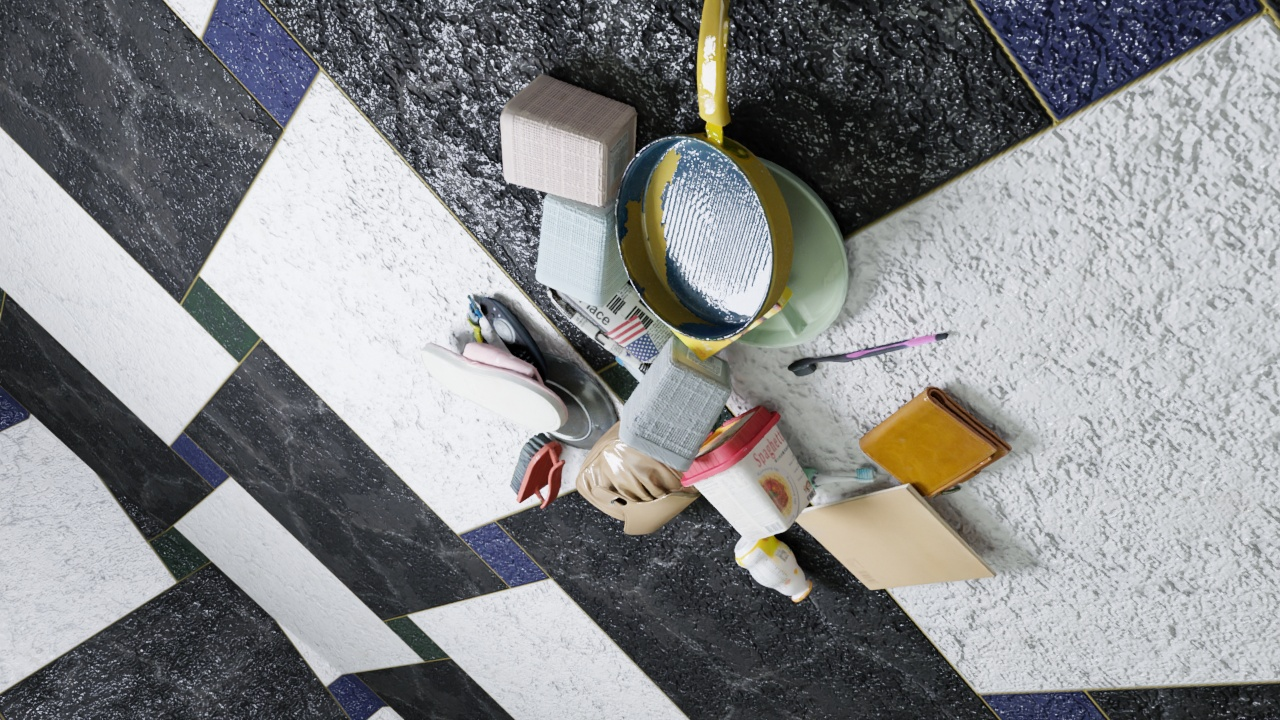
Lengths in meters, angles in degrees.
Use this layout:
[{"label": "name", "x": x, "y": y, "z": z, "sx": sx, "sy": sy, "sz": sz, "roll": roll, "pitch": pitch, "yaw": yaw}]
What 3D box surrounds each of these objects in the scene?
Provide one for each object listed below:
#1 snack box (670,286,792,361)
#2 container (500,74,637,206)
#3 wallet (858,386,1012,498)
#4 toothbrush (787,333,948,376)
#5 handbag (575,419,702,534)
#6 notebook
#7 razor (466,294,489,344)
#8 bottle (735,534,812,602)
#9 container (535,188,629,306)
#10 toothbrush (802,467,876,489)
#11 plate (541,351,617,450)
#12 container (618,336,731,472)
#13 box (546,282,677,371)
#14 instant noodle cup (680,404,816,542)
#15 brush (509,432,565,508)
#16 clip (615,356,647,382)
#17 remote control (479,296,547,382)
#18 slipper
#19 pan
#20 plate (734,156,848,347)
[{"label": "snack box", "x": 0.080, "y": -0.063, "z": 0.952, "sx": 0.087, "sy": 0.033, "sz": 0.141, "roll": 46, "pitch": 142, "yaw": -8}, {"label": "container", "x": -0.068, "y": -0.218, "z": 0.919, "sx": 0.111, "sy": 0.090, "sz": 0.090, "roll": 21, "pitch": 138, "yaw": 16}, {"label": "wallet", "x": 0.311, "y": 0.096, "z": 0.968, "sx": 0.119, "sy": 0.035, "sz": 0.131, "roll": 36, "pitch": 144, "yaw": 0}, {"label": "toothbrush", "x": 0.232, "y": -0.005, "z": 0.950, "sx": 0.190, "sy": 0.014, "sz": 0.018, "roll": -14, "pitch": 128, "yaw": 44}, {"label": "handbag", "x": -0.003, "y": 0.159, "z": 1.220, "sx": 0.148, "sy": 0.099, "sz": 0.205, "roll": 36, "pitch": 144, "yaw": -2}, {"label": "notebook", "x": 0.294, "y": 0.217, "z": 1.094, "sx": 0.149, "sy": 0.012, "sz": 0.212, "roll": 44, "pitch": 149, "yaw": -8}, {"label": "razor", "x": -0.215, "y": -0.024, "z": 1.261, "sx": 0.042, "sy": 0.022, "sz": 0.143, "roll": 55, "pitch": 165, "yaw": 45}, {"label": "bottle", "x": 0.178, "y": 0.273, "z": 1.219, "sx": 0.108, "sy": 0.063, "sz": 0.063, "roll": 43, "pitch": 141, "yaw": -5}, {"label": "container", "x": -0.055, "y": -0.136, "z": 0.986, "sx": 0.090, "sy": 0.089, "sz": 0.112, "roll": 25, "pitch": 137, "yaw": 16}, {"label": "toothbrush", "x": 0.185, "y": 0.145, "z": 1.120, "sx": 0.225, "sy": 0.026, "sz": 0.027, "roll": -7, "pitch": 99, "yaw": 42}, {"label": "plate", "x": -0.113, "y": 0.063, "z": 1.272, "sx": 0.179, "sy": 0.024, "sz": 0.180, "roll": 21, "pitch": 137, "yaw": 20}, {"label": "container", "x": 0.042, "y": 0.045, "z": 1.032, "sx": 0.090, "sy": 0.090, "sz": 0.114, "roll": 26, "pitch": 114, "yaw": -9}, {"label": "box", "x": -0.031, "y": -0.057, "z": 1.085, "sx": 0.162, "sy": 0.075, "sz": 0.086, "roll": 41, "pitch": 108, "yaw": 2}, {"label": "instant noodle cup", "x": 0.129, "y": 0.136, "z": 1.073, "sx": 0.124, "sy": 0.116, "sz": 0.117, "roll": 54, "pitch": 139, "yaw": -3}, {"label": "brush", "x": -0.145, "y": 0.165, "z": 1.360, "sx": 0.069, "sy": 0.063, "sz": 0.146, "roll": 46, "pitch": 144, "yaw": 17}, {"label": "clip", "x": -0.005, "y": 0.006, "z": 1.143, "sx": 0.057, "sy": 0.028, "sz": 0.024, "roll": 37, "pitch": 139, "yaw": 15}, {"label": "remote control", "x": -0.163, "y": -0.029, "z": 1.214, "sx": 0.136, "sy": 0.024, "sz": 0.053, "roll": 54, "pitch": 148, "yaw": -2}, {"label": "slipper", "x": -0.195, "y": 0.025, "z": 1.236, "sx": 0.275, "sy": 0.054, "sz": 0.114, "roll": 16, "pitch": 144, "yaw": 38}, {"label": "pan", "x": 0.058, "y": -0.174, "z": 0.813, "sx": 0.198, "sy": 0.078, "sz": 0.358, "roll": 36, "pitch": 132, "yaw": 30}, {"label": "plate", "x": 0.105, "y": -0.111, "z": 0.935, "sx": 0.230, "sy": 0.027, "sz": 0.231, "roll": 21, "pitch": 138, "yaw": 20}]
